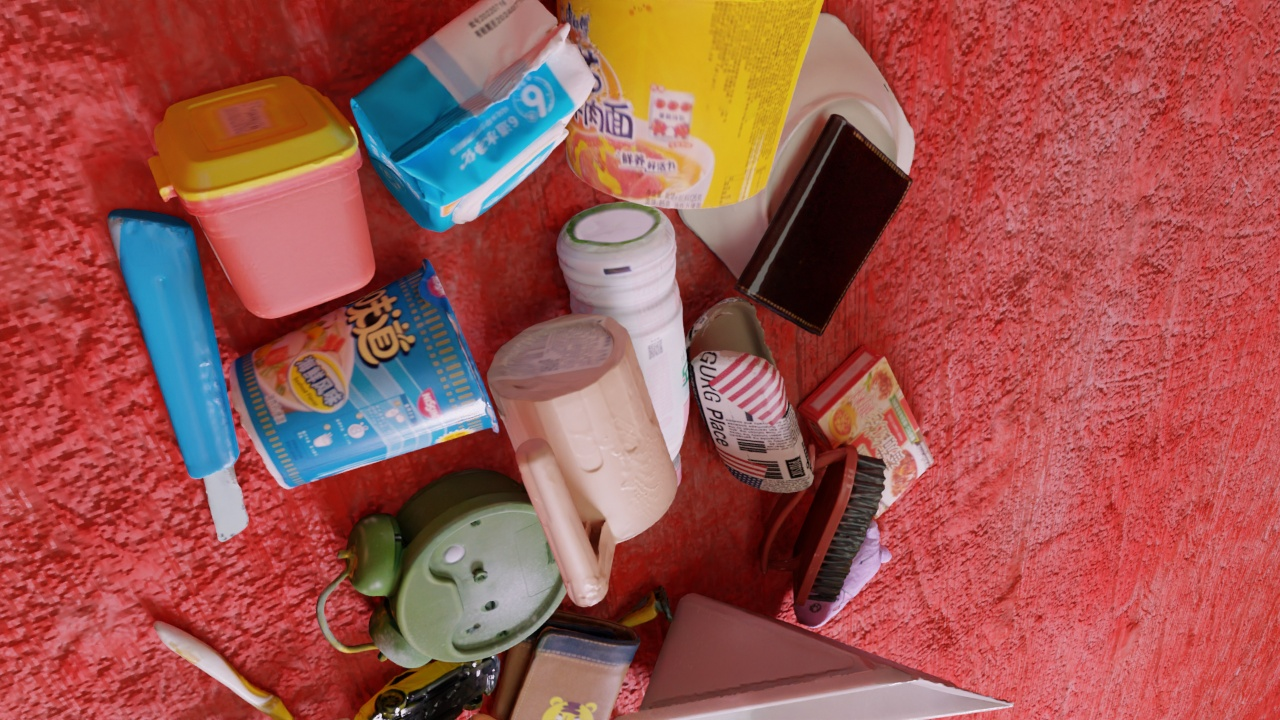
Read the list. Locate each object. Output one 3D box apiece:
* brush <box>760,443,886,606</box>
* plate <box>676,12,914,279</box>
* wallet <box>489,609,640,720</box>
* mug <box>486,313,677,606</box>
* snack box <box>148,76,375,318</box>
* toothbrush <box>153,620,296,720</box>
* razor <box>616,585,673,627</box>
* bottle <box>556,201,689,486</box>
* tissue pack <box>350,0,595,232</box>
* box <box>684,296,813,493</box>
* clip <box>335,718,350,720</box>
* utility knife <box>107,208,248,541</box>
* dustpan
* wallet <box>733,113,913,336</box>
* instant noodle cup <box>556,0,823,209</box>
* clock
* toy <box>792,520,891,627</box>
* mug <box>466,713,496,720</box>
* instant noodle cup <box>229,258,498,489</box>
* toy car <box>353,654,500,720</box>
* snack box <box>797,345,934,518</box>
[{"bbox_3d":[0.140,0.123,0.720,0.069,0.063,0.146,13,126,0],"label":"brush"},{"bbox_3d":[0.114,-0.119,0.599,0.164,0.034,0.163,-51,131,2],"label":"plate"},{"bbox_3d":[-0.059,0.237,0.666,0.090,0.033,0.115,15,110,-11],"label":"wallet"},{"bbox_3d":[-0.034,0.050,0.494,0.084,0.124,0.104,-7,125,14],"label":"mug"},{"bbox_3d":[-0.164,-0.071,0.407,0.082,0.091,0.080,-22,132,-21],"label":"snack box"},{"bbox_3d":[-0.228,0.207,0.564,0.018,0.016,0.191,-45,132,-19],"label":"toothbrush"},{"bbox_3d":[-0.026,0.226,0.699,0.028,0.043,0.132,42,92,-8],"label":"razor"},{"bbox_3d":[-0.003,0.003,0.567,0.068,0.068,0.197,-24,128,-21],"label":"bottle"},{"bbox_3d":[-0.077,-0.107,0.418,0.090,0.140,0.063,-41,100,-9],"label":"tissue pack"},{"bbox_3d":[0.079,0.037,0.622,0.076,0.088,0.163,-35,140,-9],"label":"box"},{"bbox_3d":[-0.229,0.239,0.554,0.104,0.034,0.083,-21,130,-8],"label":"clip"},{"bbox_3d":[-0.223,0.016,0.459,0.034,0.018,0.192,-9,120,-17],"label":"utility knife"},{"bbox_3d":[0.110,0.275,0.704,0.222,0.258,0.142,31,75,-47],"label":"dustpan"},{"bbox_3d":[0.120,-0.081,0.588,0.096,0.020,0.122,22,101,-45],"label":"wallet"},{"bbox_3d":[0.019,-0.148,0.462,0.137,0.138,0.110,-14,131,-27],"label":"instant noodle cup"},{"bbox_3d":[-0.118,0.130,0.567,0.161,0.056,0.116,-22,124,-22],"label":"clock"},{"bbox_3d":[0.176,0.192,0.809,0.108,0.039,0.084,-47,139,-5],"label":"toy"},{"bbox_3d":[-0.138,0.306,0.629,0.123,0.078,0.078,-45,131,1],"label":"mug"},{"bbox_3d":[-0.142,0.012,0.469,0.109,0.099,0.099,-22,126,-12],"label":"instant noodle cup"},{"bbox_3d":[-0.143,0.225,0.620,0.105,0.032,0.048,-20,126,-38],"label":"toy car"},{"bbox_3d":[0.188,0.062,0.753,0.075,0.025,0.153,-43,131,-7],"label":"snack box"}]
